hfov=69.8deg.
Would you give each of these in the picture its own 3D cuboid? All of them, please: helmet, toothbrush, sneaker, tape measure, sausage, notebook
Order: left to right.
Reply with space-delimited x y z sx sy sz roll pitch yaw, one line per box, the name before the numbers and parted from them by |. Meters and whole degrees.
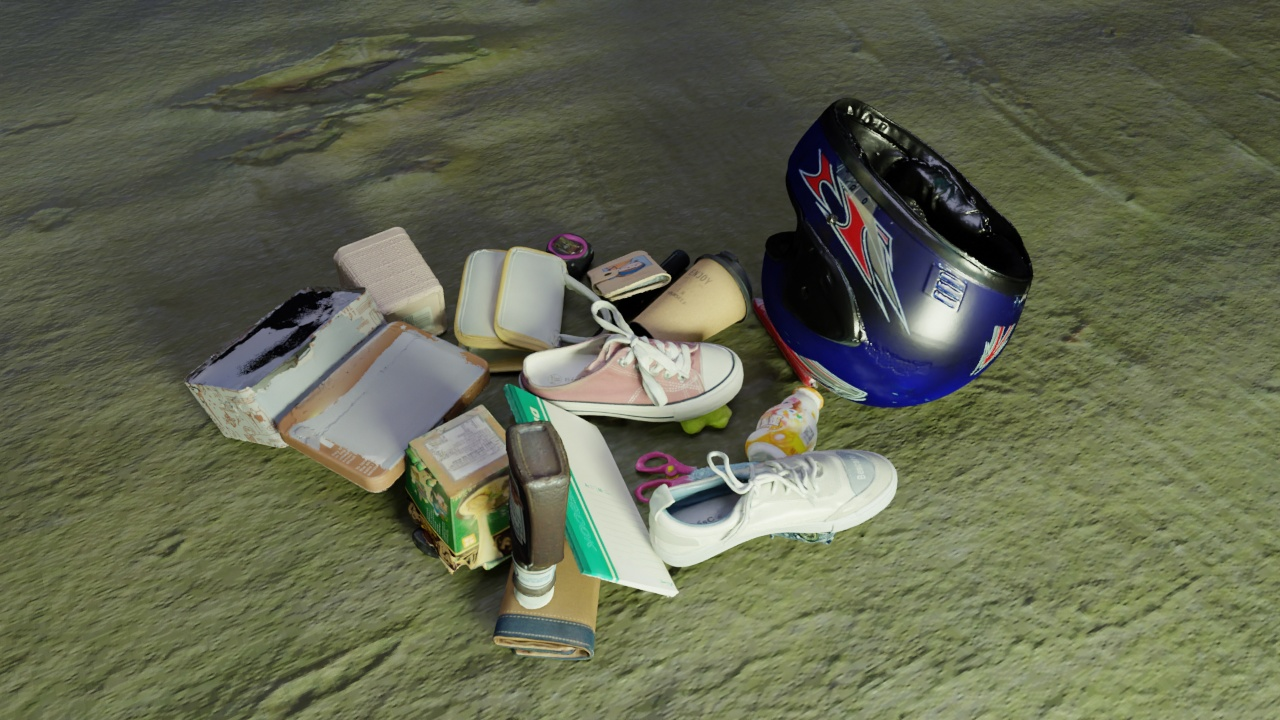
tape measure | -0.090 -0.132 1.151 0.058 0.039 0.056 20 50 15
notebook | -0.049 0.122 0.864 0.012 0.150 0.209 -39 54 15
toothbrush | -0.012 -0.068 1.109 0.027 0.026 0.212 5 40 47
sneaker | -0.006 0.006 0.957 0.241 0.088 0.118 -1 53 -8
sneaker | 0.122 0.118 0.857 0.242 0.091 0.089 -15 45 -4
sausage | 0.169 -0.023 1.081 0.020 0.020 0.155 -15 50 -16
helmet | 0.247 -0.095 0.994 0.246 0.241 0.315 -6 54 -44

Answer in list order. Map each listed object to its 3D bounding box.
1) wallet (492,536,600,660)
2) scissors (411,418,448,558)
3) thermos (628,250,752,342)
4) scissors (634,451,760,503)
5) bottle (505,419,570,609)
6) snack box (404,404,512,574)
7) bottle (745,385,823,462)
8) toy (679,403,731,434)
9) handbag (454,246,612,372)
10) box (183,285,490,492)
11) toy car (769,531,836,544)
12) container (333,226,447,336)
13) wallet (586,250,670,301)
wallet | -0.081 0.214 0.844 0.090 0.033 0.115 7 47 -1
scissors | -0.149 0.116 0.937 0.221 0.022 0.233 31 50 17
thermos | 0.059 -0.058 1.064 0.143 0.093 0.093 -35 58 -21
scissors | 0.058 0.122 0.928 0.137 0.017 0.073 1 43 15
bottle | -0.087 0.138 0.757 0.044 0.195 0.079 -9 46 -17
snack box | -0.151 0.112 0.845 0.117 0.106 0.118 -29 54 -26
bottle | 0.155 0.073 0.963 0.063 0.063 0.108 25 51 18
toy | 0.068 0.035 1.014 0.096 0.031 0.100 -11 50 -11
handbag | -0.121 -0.063 1.065 0.179 0.063 0.163 0 49 2
box | -0.301 0.019 0.924 0.260 0.110 0.178 6 42 38
toy car | 0.136 0.149 0.912 0.121 0.037 0.054 10 49 17
container | -0.284 -0.078 1.059 0.089 0.090 0.111 -26 57 -25
wallet | -0.018 -0.101 1.108 0.087 0.024 0.115 -16 24 -8
